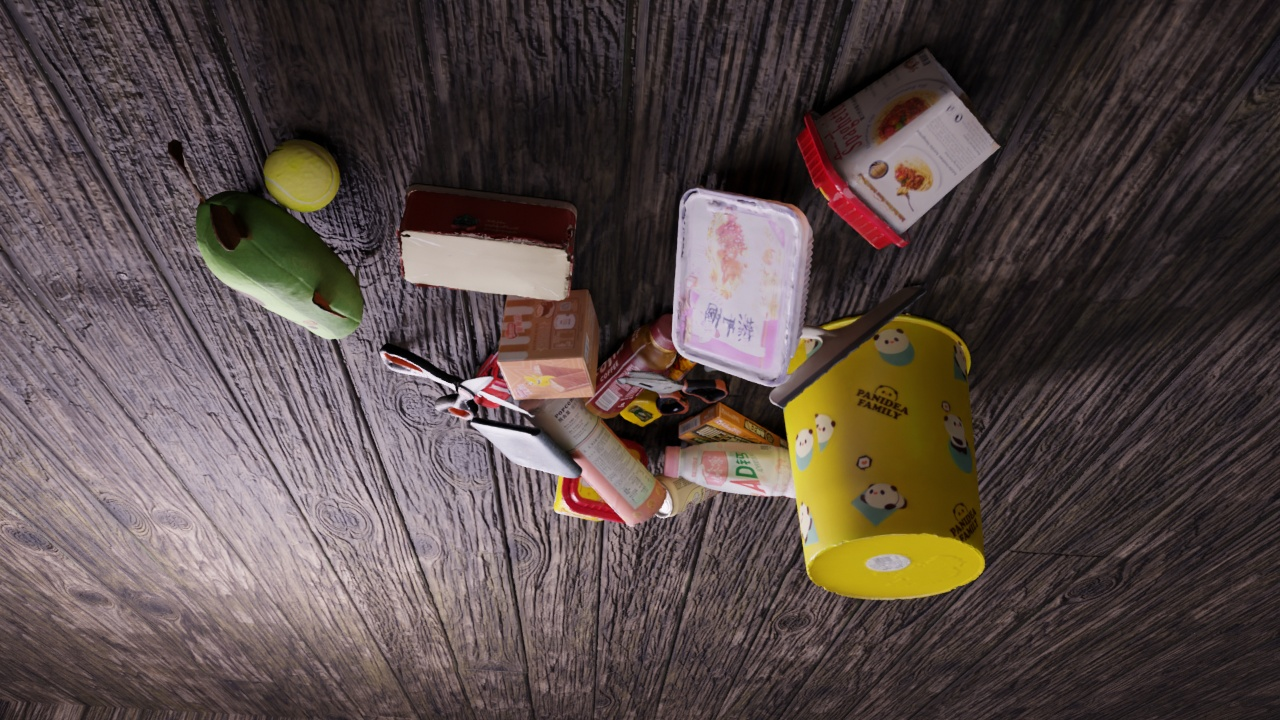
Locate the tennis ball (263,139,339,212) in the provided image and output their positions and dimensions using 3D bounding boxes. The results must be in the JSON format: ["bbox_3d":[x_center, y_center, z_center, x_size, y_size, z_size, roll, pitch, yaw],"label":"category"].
[{"bbox_3d":[-0.308,-0.168,0.835,0.065,0.065,0.066,2,145,1],"label":"tennis ball"}]

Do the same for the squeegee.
[{"bbox_3d":[0.142,-0.017,0.999,0.247,0.245,0.039,-12,109,56],"label":"squeegee"}]

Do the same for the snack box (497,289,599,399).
[{"bbox_3d":[-0.099,-0.017,1.012,0.094,0.092,0.077,-3,145,7],"label":"snack box"}]

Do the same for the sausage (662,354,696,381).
[{"bbox_3d":[0.061,-0.007,1.076,0.021,0.021,0.166,17,143,-19],"label":"sausage"}]

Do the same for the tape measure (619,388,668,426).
[{"bbox_3d":[0.001,0.061,1.173,0.057,0.028,0.060,27,138,-30],"label":"tape measure"}]

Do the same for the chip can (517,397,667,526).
[{"bbox_3d":[-0.057,0.114,1.153,0.071,0.071,0.215,-27,114,36],"label":"chip can"}]

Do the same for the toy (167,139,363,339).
[{"bbox_3d":[-0.344,-0.094,0.869,0.090,0.227,0.247,-48,145,-6],"label":"toy"}]

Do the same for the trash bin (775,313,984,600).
[{"bbox_3d":[0.272,0.116,1.035,0.229,0.254,0.230,2,146,1],"label":"trash bin"}]

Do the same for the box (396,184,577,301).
[{"bbox_3d":[-0.149,-0.107,0.899,0.168,0.079,0.091,6,144,-4],"label":"box"}]

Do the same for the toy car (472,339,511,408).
[{"bbox_3d":[-0.166,0.017,1.111,0.053,0.045,0.121,18,140,-23],"label":"toy car"}]

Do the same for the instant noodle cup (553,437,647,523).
[{"bbox_3d":[-0.063,0.171,1.275,0.116,0.115,0.124,15,155,-17],"label":"instant noodle cup"}]

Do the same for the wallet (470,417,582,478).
[{"bbox_3d":[-0.139,0.104,1.113,0.121,0.019,0.097,6,147,37],"label":"wallet"}]

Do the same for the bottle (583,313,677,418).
[{"bbox_3d":[-0.006,0.006,1.069,0.057,0.057,0.175,20,142,-23],"label":"bottle"}]

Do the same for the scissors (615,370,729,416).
[{"bbox_3d":[0.027,0.038,1.077,0.205,0.015,0.195,-7,159,-25],"label":"scissors"}]

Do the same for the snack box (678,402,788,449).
[{"bbox_3d":[0.130,0.108,1.234,0.153,0.026,0.075,30,137,-33],"label":"snack box"}]

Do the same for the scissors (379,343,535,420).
[{"bbox_3d":[-0.222,0.032,1.080,0.224,0.021,0.221,30,158,1],"label":"scissors"}]

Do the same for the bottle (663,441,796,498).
[{"bbox_3d":[0.129,0.140,1.202,0.197,0.068,0.068,6,145,2],"label":"bottle"}]

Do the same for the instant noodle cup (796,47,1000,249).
[{"bbox_3d":[0.212,-0.176,0.754,0.116,0.116,0.124,31,124,-34],"label":"instant noodle cup"}]

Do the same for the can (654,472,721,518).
[{"bbox_3d":[0.066,0.169,1.253,0.116,0.058,0.059,-19,161,-38],"label":"can"}]

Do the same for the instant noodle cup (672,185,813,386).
[{"bbox_3d":[0.103,-0.075,0.869,0.138,0.060,0.174,20,120,35],"label":"instant noodle cup"}]
